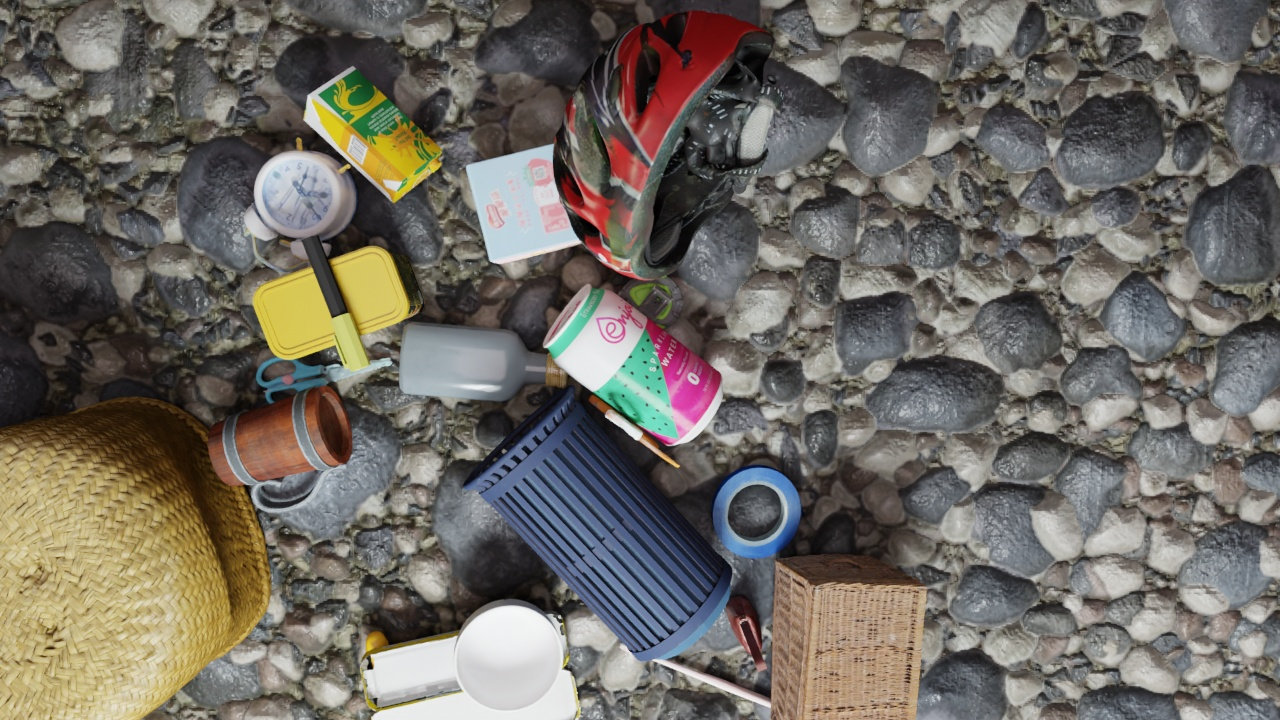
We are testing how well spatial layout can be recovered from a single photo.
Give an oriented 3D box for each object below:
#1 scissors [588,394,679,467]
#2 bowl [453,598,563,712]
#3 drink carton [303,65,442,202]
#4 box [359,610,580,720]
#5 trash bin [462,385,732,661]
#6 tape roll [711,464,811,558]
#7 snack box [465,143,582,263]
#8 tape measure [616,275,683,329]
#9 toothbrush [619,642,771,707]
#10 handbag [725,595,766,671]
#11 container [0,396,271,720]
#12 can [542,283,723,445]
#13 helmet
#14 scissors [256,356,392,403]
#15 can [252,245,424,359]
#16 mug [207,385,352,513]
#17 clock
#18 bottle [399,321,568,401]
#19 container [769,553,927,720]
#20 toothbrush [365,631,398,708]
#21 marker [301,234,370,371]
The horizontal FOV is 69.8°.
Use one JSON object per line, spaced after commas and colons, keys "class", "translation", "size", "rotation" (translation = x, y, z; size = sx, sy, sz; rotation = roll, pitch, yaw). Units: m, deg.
{"class": "scissors", "translation": [-0.009, 0.066, 0.887], "size": [0.125, 0.128, 0.011], "rotation": [35, 88, 28]}
{"class": "bowl", "translation": [-0.130, 0.284, 0.898], "size": [0.105, 0.054, 0.105], "rotation": [0, 90, -12]}
{"class": "drink carton", "translation": [-0.253, -0.213, 0.875], "size": [0.122, 0.041, 0.058], "rotation": [43, 57, -4]}
{"class": "box", "translation": [-0.171, 0.334, 0.931], "size": [0.209, 0.023, 0.127], "rotation": [-10, 98, -11]}
{"class": "trash bin", "translation": [-0.033, 0.161, 0.878], "size": [0.139, 0.139, 0.249], "rotation": [-42, 96, 2]}
{"class": "tape roll", "translation": [0.118, 0.155, 0.940], "size": [0.093, 0.016, 0.091], "rotation": [-27, 95, 1]}
{"class": "snack box", "translation": [-0.106, -0.148, 0.878], "size": [0.095, 0.079, 0.093], "rotation": [-15, 95, -2]}
{"class": "tape measure", "translation": [0.011, -0.060, 0.910], "size": [0.065, 0.036, 0.058], "rotation": [35, 93, -4]}
{"class": "toothbrush", "translation": [0.064, 0.325, 0.955], "size": [0.181, 0.016, 0.018], "rotation": [23, 88, -3]}
{"class": "handbag", "translation": [0.109, 0.274, 0.899], "size": [0.029, 0.119, 0.055], "rotation": [-22, 95, 0]}
{"class": "container", "translation": [-0.525, 0.198, 0.842], "size": [0.307, 0.196, 0.307], "rotation": [0, 94, 0]}
{"class": "can", "translation": [-0.005, 0.005, 0.878], "size": [0.166, 0.088, 0.088], "rotation": [36, 93, -13]}
{"class": "helmet", "translation": [0.018, -0.189, 0.798], "size": [0.167, 0.271, 0.218], "rotation": [23, 135, 11]}
{"class": "scissors", "translation": [-0.316, 0.015, 0.920], "size": [0.137, 0.015, 0.056], "rotation": [-11, 93, 4]}
{"class": "can", "translation": [-0.279, -0.055, 0.870], "size": [0.131, 0.101, 0.072], "rotation": [-19, 95, 0]}
{"class": "mug", "translation": [-0.345, 0.092, 0.900], "size": [0.111, 0.081, 0.117], "rotation": [-15, 115, 3]}
{"class": "clock", "translation": [-0.331, -0.146, 0.888], "size": [0.089, 0.052, 0.125], "rotation": [26, 97, -5]}
{"class": "bottle", "translation": [-0.152, 0.004, 0.906], "size": [0.161, 0.046, 0.072], "rotation": [5, 95, -2]}
{"class": "container", "translation": [0.195, 0.291, 0.898], "size": [0.113, 0.113, 0.198], "rotation": [2, 95, -12]}
{"class": "toothbrush", "translation": [-0.254, 0.373, 0.943], "size": [0.031, 0.031, 0.197], "rotation": [-10, 96, -5]}
{"class": "marker", "translation": [-0.271, -0.050, 0.810], "size": [0.021, 0.017, 0.124], "rotation": [-20, 94, 0]}
